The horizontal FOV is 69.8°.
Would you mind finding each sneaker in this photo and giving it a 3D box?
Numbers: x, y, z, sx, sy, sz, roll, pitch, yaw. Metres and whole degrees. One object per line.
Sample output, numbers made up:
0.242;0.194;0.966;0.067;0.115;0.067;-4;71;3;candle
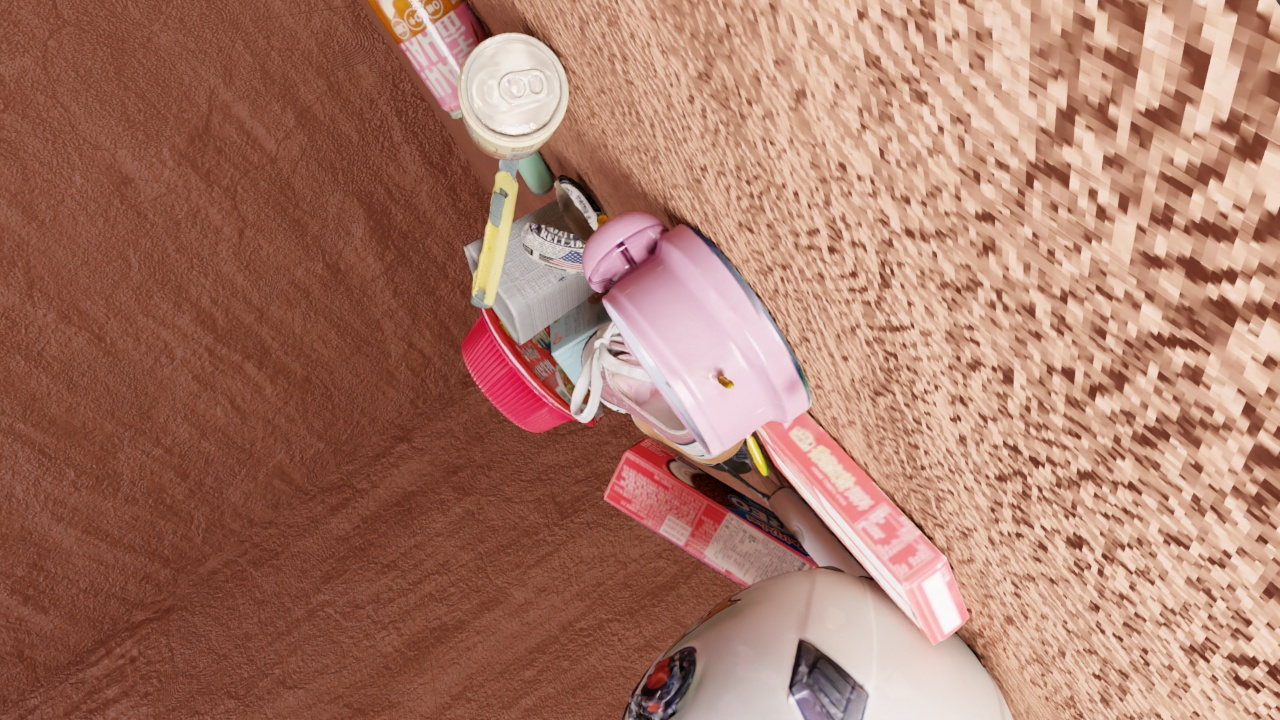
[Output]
-0.004;0.004;0.748;0.088;0.118;0.241;35;180;-28;sneaker

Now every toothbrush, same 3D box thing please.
-0.127;-0.223;0.812;0.026;0.027;0.224;12;157;24;toothbrush
0.136;0.135;0.789;0.221;0.026;0.027;51;137;51;toothbrush

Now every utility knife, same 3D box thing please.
-0.121;-0.129;0.793;0.031;0.022;0.221;34;127;17;utility knife

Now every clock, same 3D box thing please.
0.022;-0.019;0.489;0.158;0.060;0.117;54;177;38;clock

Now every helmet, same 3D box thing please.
0.120;0.208;0.515;0.230;0.157;0.274;36;-178;5;helmet

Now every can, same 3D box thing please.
-0.153;-0.246;0.641;0.147;0.058;0.058;56;177;-27;can
-0.074;-0.148;0.525;0.058;0.058;0.116;54;177;-12;can

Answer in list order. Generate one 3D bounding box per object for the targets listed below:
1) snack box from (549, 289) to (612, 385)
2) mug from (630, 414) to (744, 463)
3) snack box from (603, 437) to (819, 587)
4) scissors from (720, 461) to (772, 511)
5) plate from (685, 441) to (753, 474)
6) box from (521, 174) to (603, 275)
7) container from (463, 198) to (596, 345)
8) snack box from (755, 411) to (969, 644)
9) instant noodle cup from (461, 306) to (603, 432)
-0.060;-0.043;1.045;0.051;0.074;0.174;55;-171;-25;snack box
0.043;0.046;0.810;0.078;0.078;0.123;55;172;-18;mug
0.071;0.148;0.814;0.207;0.058;0.057;30;-163;13;snack box
0.122;0.133;0.867;0.133;0.017;0.130;37;-177;-41;scissors
0.043;0.066;0.972;0.179;0.024;0.180;39;163;13;plate
-0.062;-0.093;0.754;0.075;0.083;0.163;47;175;-3;box
-0.098;-0.091;0.903;0.090;0.114;0.090;53;166;16;container
0.112;0.078;0.499;0.153;0.025;0.075;51;177;46;snack box
-0.126;0.010;0.997;0.194;0.066;0.193;47;-168;-13;instant noodle cup
